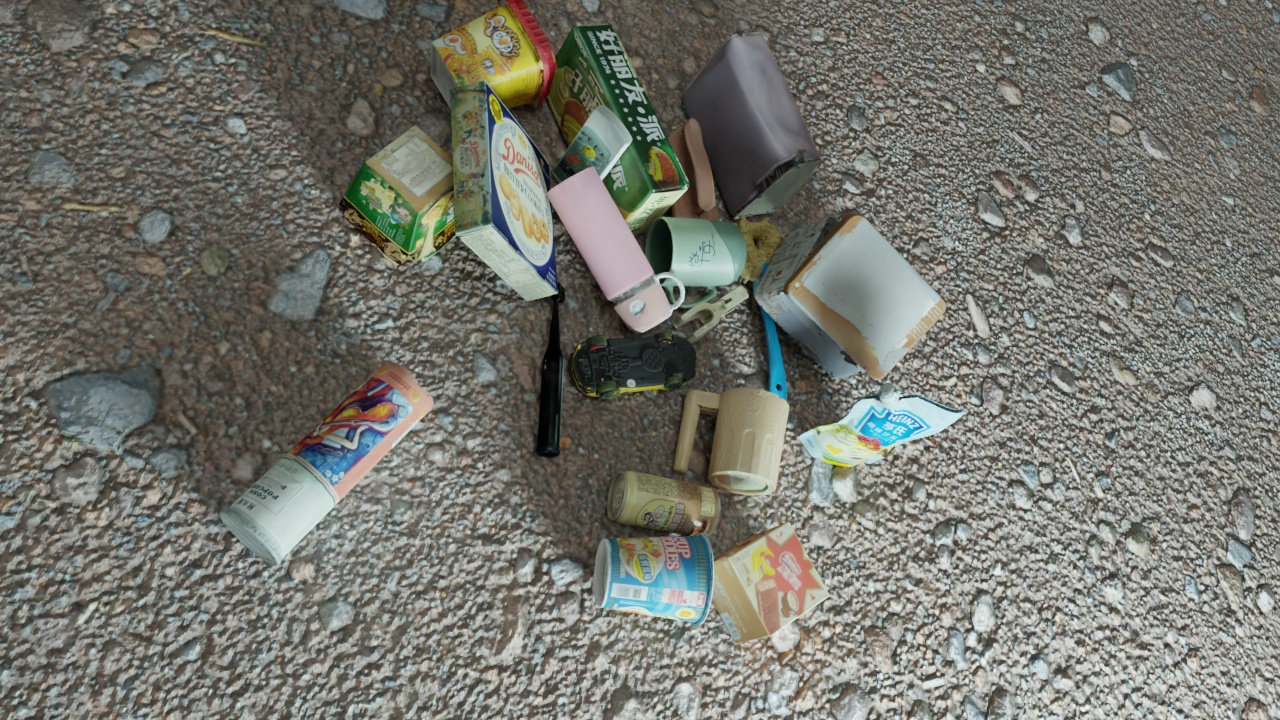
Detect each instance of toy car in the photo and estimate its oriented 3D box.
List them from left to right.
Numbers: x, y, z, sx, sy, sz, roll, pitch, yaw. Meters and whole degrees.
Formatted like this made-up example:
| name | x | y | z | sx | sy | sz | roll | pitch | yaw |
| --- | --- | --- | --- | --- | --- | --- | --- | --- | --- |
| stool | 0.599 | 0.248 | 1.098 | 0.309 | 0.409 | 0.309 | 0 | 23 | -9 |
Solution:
| name | x | y | z | sx | sy | sz | roll | pitch | yaw |
| --- | --- | --- | --- | --- | --- | --- | --- | --- | --- |
| toy car | -0.006 | 0.006 | 1.071 | 0.155 | 0.041 | 0.071 | -6 | 72 | -24 |

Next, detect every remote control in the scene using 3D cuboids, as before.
| name | x | y | z | sx | sy | sz | roll | pitch | yaw |
| --- | --- | --- | --- | --- | --- | --- | --- | --- | --- |
| remote control | -0.060 | -0.244 | 1.096 | 0.056 | 0.135 | 0.019 | 51 | 52 | 1 |

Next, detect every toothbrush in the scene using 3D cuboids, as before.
| name | x | y | z | sx | sy | sz | roll | pitch | yaw |
| --- | --- | --- | --- | --- | --- | --- | --- | --- | --- |
| toothbrush | -0.099 | 0.006 | 1.042 | 0.027 | 0.026 | 0.212 | 33 | 51 | -49 |

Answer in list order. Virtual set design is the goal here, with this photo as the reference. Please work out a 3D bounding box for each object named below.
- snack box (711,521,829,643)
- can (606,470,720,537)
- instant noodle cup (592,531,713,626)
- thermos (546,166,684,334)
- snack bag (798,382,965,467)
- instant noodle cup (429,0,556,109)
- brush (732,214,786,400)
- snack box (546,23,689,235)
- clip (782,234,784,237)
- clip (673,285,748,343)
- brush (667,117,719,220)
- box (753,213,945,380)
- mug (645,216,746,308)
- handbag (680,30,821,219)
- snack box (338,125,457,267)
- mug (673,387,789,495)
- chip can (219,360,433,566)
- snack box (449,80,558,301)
| name | x | y | z | sx | sy | sz | roll | pitch | yaw |
| --- | --- | --- | --- | --- | --- | --- | --- | --- | --- |
| snack box | 0.134 | 0.245 | 1.013 | 0.094 | 0.077 | 0.092 | -23 | 79 | -30 |
| can | 0.026 | 0.159 | 1.012 | 0.116 | 0.059 | 0.058 | 14 | 64 | -18 |
| instant noodle cup | 0.010 | 0.227 | 0.962 | 0.110 | 0.099 | 0.099 | 7 | 66 | -14 |
| thermos | -0.025 | -0.132 | 1.082 | 0.198 | 0.087 | 0.067 | 59 | 14 | -4 |
| snack bag | 0.277 | 0.079 | 1.078 | 0.110 | 0.191 | 0.038 | 26 | 59 | -12 |
| instant noodle cup | -0.182 | -0.357 | 1.112 | 0.123 | 0.116 | 0.116 | -28 | 82 | -19 |
| brush | 0.160 | -0.069 | 1.178 | 0.083 | 0.046 | 0.254 | 2 | 73 | -30 |
| snack box | -0.035 | -0.283 | 1.135 | 0.063 | 0.115 | 0.240 | -16 | 77 | -33 |
| clip | 0.183 | -0.163 | 1.238 | 0.056 | 0.028 | 0.024 | 30 | 58 | 1 |
| clip | 0.084 | -0.055 | 1.149 | 0.103 | 0.076 | 0.034 | -34 | 84 | -41 |
| brush | 0.065 | -0.240 | 1.188 | 0.063 | 0.073 | 0.145 | 3 | 66 | -22 |
| box | 0.262 | -0.080 | 1.134 | 0.181 | 0.158 | 0.148 | 43 | 57 | -21 |
| mug | 0.069 | -0.120 | 1.141 | 0.106 | 0.082 | 0.112 | -1 | 100 | -25 |
| handbag | 0.149 | -0.309 | 1.212 | 0.098 | 0.145 | 0.197 | -17 | 77 | -26 |
| snack box | -0.250 | -0.185 | 1.006 | 0.118 | 0.106 | 0.117 | 43 | 58 | -3 |
| mug | 0.105 | 0.092 | 1.070 | 0.125 | 0.084 | 0.103 | 9 | 65 | 7 |
| chip can | -0.297 | 0.095 | 0.889 | 0.071 | 0.071 | 0.214 | 42 | 58 | -3 |
| snack box | -0.149 | -0.183 | 1.017 | 0.046 | 0.178 | 0.182 | -11 | 69 | 14 |
